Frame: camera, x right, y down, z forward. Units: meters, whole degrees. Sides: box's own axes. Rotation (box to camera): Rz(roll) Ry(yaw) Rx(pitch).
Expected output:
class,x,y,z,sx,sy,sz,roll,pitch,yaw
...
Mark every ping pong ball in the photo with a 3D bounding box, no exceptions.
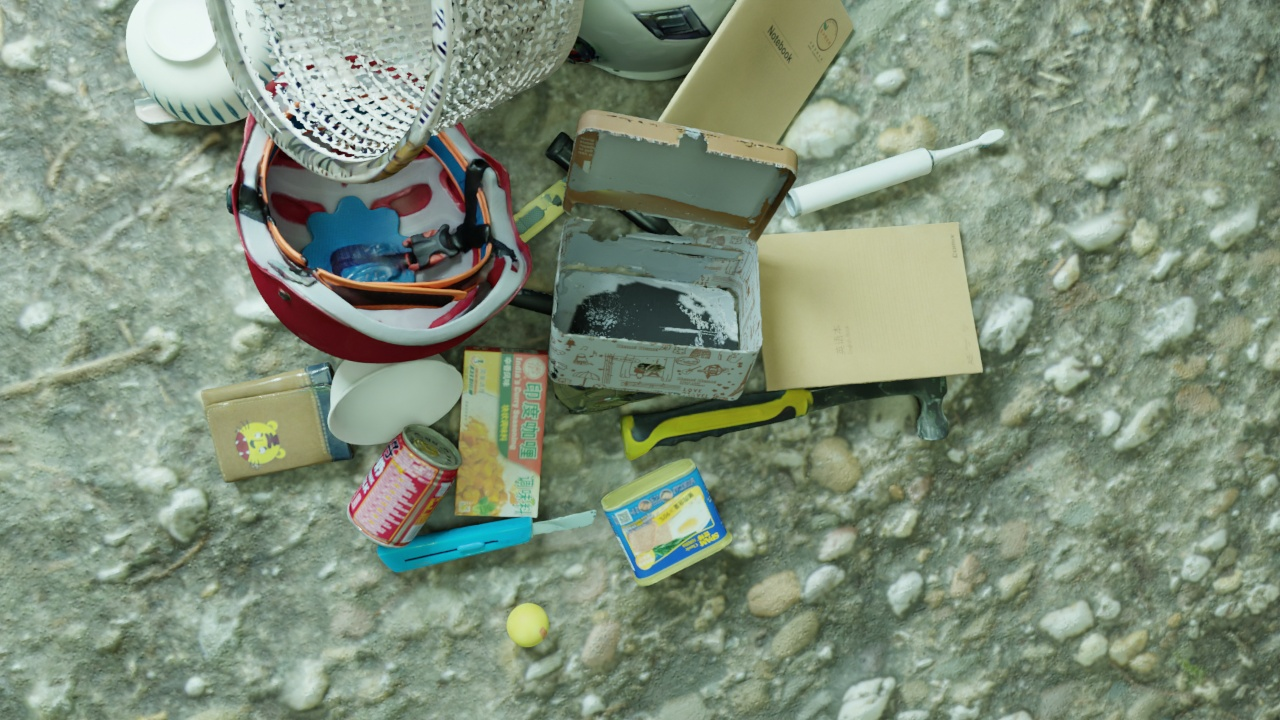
class,x,y,z,sx,sy,sz,roll,pitch,yaw
ping pong ball,-0.107,0.252,0.873,0.040,0.040,0.040,-1,99,-9

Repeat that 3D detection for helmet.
class,x,y,z,sx,sy,sz,roll,pitch,yaw
helmet,-0.213,-0.101,0.722,0.206,0.144,0.240,-12,72,-31
helmet,-0.010,-0.362,0.733,0.274,0.157,0.230,40,91,-13

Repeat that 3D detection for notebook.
class,x,y,z,sx,sy,sz,roll,pitch,yaw
notebook,0.102,-0.247,0.797,0.207,0.008,0.147,-56,144,2
notebook,0.212,-0.052,0.866,0.211,0.012,0.149,-4,79,-8

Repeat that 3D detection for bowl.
class,x,y,z,sx,sy,sz,roll,pitch,yaw
bowl,-0.221,0.014,0.798,0.118,0.118,0.064,-28,64,-4
bowl,-0.352,-0.254,0.730,0.116,0.066,0.116,1,85,-6

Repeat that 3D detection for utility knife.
class,x,y,z,sx,sy,sz,roll,pitch,yaw
utility knife,-0.140,0.163,0.849,0.204,0.018,0.034,-12,121,2
utility knife,-0.100,-0.129,0.831,0.206,0.021,0.031,-39,108,-6

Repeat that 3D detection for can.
class,x,y,z,sx,sy,sz,roll,pitch,yaw
can,-0.208,0.110,0.814,0.066,0.066,0.094,34,103,-12
can,0.024,0.151,0.871,0.102,0.057,0.083,-26,99,-5

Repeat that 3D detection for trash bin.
class,x,y,z,sx,sy,sz,roll,pitch,yaw
trash bin,-0.151,-0.253,0.633,0.228,0.191,0.228,16,120,30

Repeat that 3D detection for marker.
class,x,y,z,sx,sy,sz,roll,pitch,yaw
marker,-0.119,-0.058,0.827,0.132,0.020,0.022,13,121,-16

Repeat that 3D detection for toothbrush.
class,x,y,z,sx,sy,sz,roll,pitch,yaw
toothbrush,0.005,-0.130,0.835,0.212,0.026,0.027,37,98,-19
toothbrush,0.243,-0.181,0.868,0.221,0.026,0.026,-19,80,-6

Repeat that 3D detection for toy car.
class,x,y,z,sx,sy,sz,roll,pitch,yaw
toy car,-0.005,0.005,0.852,0.158,0.042,0.070,-14,101,-9

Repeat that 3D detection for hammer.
class,x,y,z,sx,sy,sz,roll,pitch,yaw
hammer,0.140,0.040,0.884,0.323,0.032,0.126,-10,100,-7

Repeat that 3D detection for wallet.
class,x,y,z,sx,sy,sz,roll,pitch,yaw
wallet,-0.321,0.056,0.814,0.115,0.033,0.090,-11,101,-4

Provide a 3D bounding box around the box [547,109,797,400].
class,x,y,z,sx,sy,sz,roll,pitch,yaw
box,0.024,-0.086,0.749,0.183,0.194,0.156,6,57,-6

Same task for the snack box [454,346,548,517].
class,x,y,z,sx,sy,sz,roll,pitch,yaw
snack box,-0.129,0.067,0.847,0.077,0.027,0.156,3,99,-11

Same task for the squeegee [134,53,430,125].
class,x,y,z,sx,sy,sz,roll,pitch,yaw
squeegee,-0.277,-0.122,0.789,0.247,0.040,0.250,-13,101,-8
